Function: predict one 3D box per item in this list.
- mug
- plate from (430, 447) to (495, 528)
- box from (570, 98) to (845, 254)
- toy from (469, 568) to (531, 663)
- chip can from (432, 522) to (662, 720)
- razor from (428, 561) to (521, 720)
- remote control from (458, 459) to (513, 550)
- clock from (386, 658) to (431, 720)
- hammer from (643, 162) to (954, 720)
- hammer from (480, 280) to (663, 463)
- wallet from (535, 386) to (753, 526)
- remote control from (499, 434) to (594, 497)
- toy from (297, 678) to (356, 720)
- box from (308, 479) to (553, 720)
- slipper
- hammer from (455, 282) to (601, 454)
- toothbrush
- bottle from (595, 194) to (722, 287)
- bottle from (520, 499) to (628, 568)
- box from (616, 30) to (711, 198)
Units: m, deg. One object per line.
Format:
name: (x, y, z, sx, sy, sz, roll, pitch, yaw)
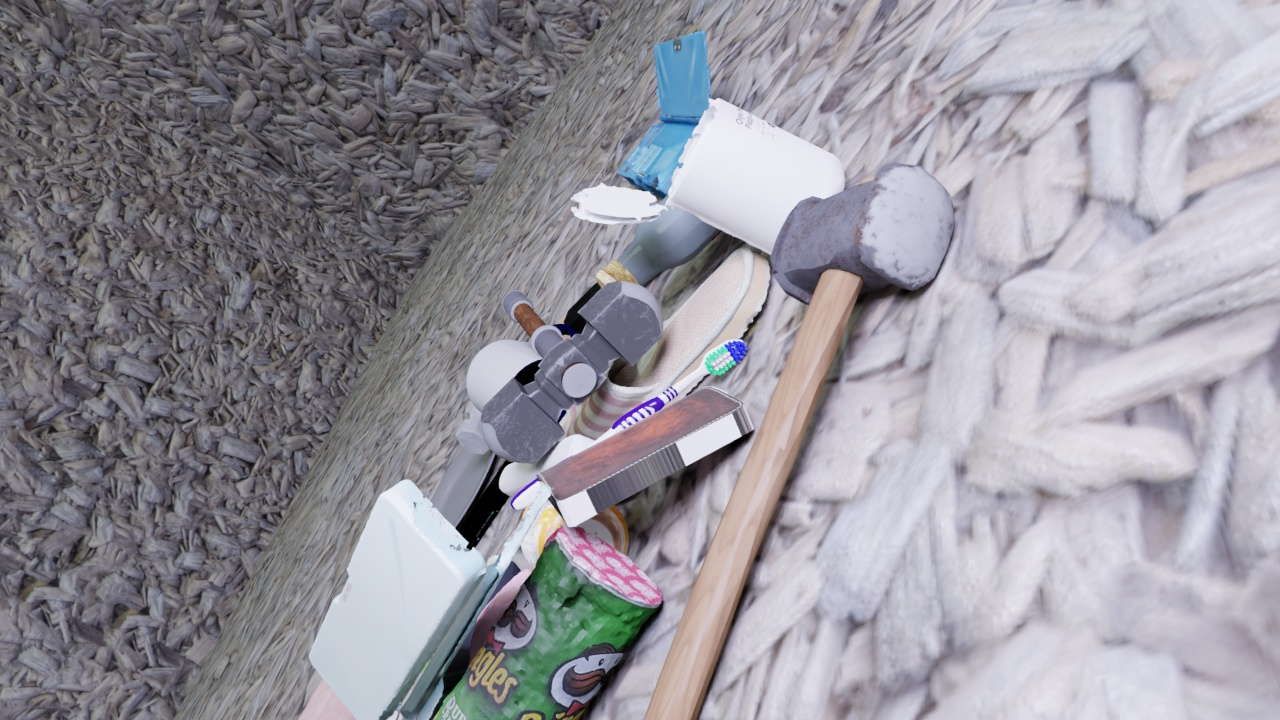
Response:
mug: (-0.097, 0.014, 0.844, 0.111, 0.078, 0.097, -54, 31, -9)
plate: (-0.201, 0.145, 1.024, 0.179, 0.012, 0.178, -49, 20, 24)
box: (0.043, -0.115, 0.616, 0.119, 0.160, 0.084, -58, 9, 32)
toy: (-0.084, 0.181, 0.604, 0.102, 0.050, 0.093, -88, 17, -62)
chip can: (-0.079, 0.205, 0.523, 0.223, 0.075, 0.075, -56, 18, 3)
razor: (-0.116, 0.201, 0.668, 0.047, 0.052, 0.142, -57, 11, 33)
remote control: (-0.129, 0.115, 0.889, 0.150, 0.013, 0.034, -56, 23, 4)
clock: (-0.165, 0.267, 0.690, 0.120, 0.042, 0.094, -30, 34, 55)
hammer: (0.067, 0.047, 0.465, 0.098, 0.052, 0.327, -9, 54, 66)
hammer: (-0.085, -0.025, 0.764, 0.156, 0.043, 0.322, -45, 21, -1)
wallet: (0.001, 0.054, 0.551, 0.123, 0.019, 0.072, -27, 14, -12)
remote control: (-0.053, 0.087, 0.669, 0.139, 0.060, 0.025, -29, 37, 55)
toy: (-0.234, 0.285, 0.801, 0.263, 0.065, 0.196, -67, -8, -56)
box: (-0.115, 0.140, 0.541, 0.096, 0.086, 0.199, -28, -20, -45)
slipper: (-0.004, 0.004, 0.696, 0.264, 0.052, 0.114, -43, 24, 35)
hammer: (-0.075, -0.029, 0.931, 0.329, 0.039, 0.130, -40, 21, 35)
toothbrush: (-0.007, 0.042, 0.599, 0.186, 0.015, 0.016, -35, 16, -5)
bottle: (0.033, -0.108, 0.729, 0.161, 0.046, 0.072, -43, 17, -6)
bottle: (-0.051, 0.116, 0.618, 0.063, 0.063, 0.109, -61, 17, -11)
box: (0.040, -0.260, 1.000, 0.231, 0.066, 0.173, -125, 48, -70)
